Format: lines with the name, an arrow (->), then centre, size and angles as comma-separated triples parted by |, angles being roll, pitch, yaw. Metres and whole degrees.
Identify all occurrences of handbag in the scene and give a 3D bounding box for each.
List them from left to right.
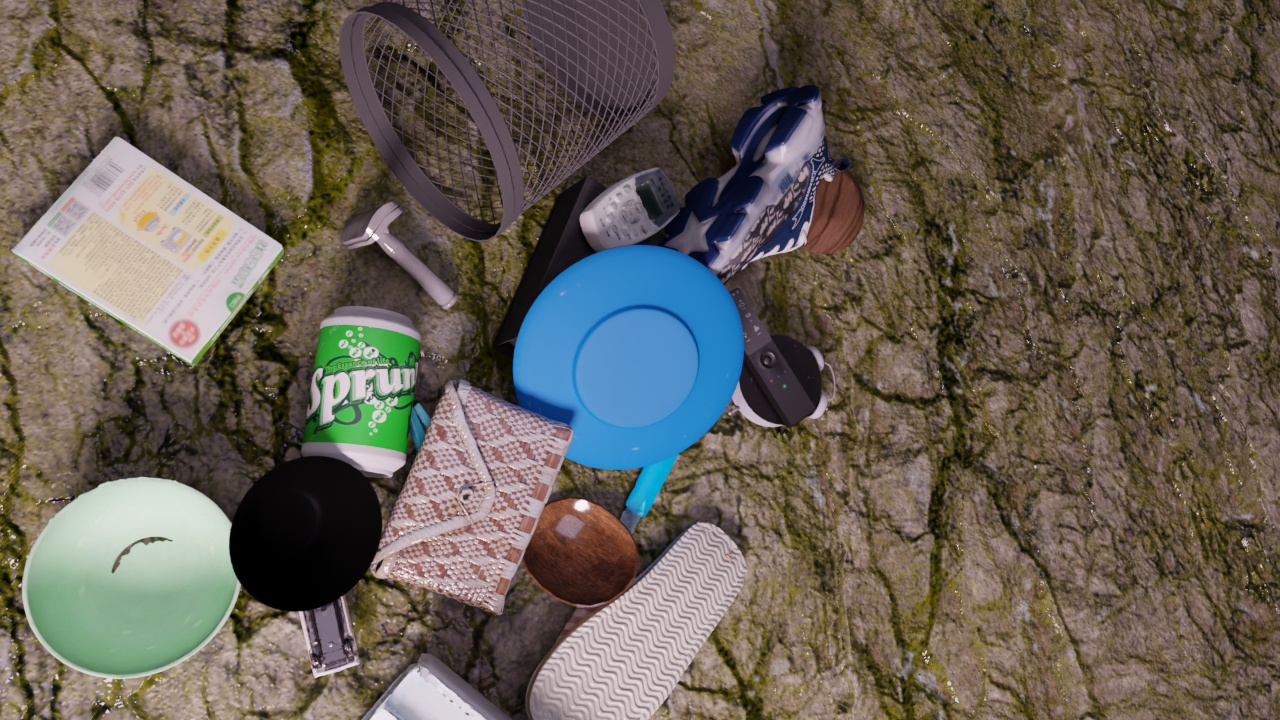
handbag -> -0.147, 0.121, 0.811 | 0.124, 0.047, 0.185 | 24, 84, -17
handbag -> -0.018, -0.052, 0.922 | 0.195, 0.072, 0.175 | 28, 71, -23

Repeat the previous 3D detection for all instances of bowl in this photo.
bowl -> -0.396, 0.171, 0.731 | 0.150, 0.077, 0.150 | 4, 78, -18
bowl -> -0.280, 0.136, 0.749 | 0.123, 0.053, 0.124 | -3, 95, -42
bowl -> -0.058, 0.183, 0.858 | 0.114, 0.026, 0.101 | 39, 56, 19
bowl -> 0.206, -0.181, 1.028 | 0.119, 0.032, 0.119 | 4, 78, -18

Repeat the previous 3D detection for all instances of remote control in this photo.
remote control -> -0.010, -0.144, 0.883 | 0.114, 0.028, 0.060 | -35, 106, -37
remote control -> 0.126, -0.003, 0.937 | 0.034, 0.013, 0.150 | -32, 90, -21

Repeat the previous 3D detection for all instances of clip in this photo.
clip -> -0.168, 0.102, 0.850 | 0.120, 0.033, 0.122 | 5, 78, -14

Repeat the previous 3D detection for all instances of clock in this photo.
clock -> 0.151, 0.023, 0.968 | 0.122, 0.035, 0.094 | 0, 79, -19

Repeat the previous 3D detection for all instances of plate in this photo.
plate -> -0.005, 0.005, 0.853 | 0.224, 0.024, 0.225 | -6, 112, -15

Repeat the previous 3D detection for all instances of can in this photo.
can -> -0.244, 0.029, 0.806 | 0.087, 0.088, 0.139 | 8, 77, -17

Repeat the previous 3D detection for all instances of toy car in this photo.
toy car -> -0.272, 0.209, 0.784 | 0.039, 0.039, 0.113 | -13, 78, -21

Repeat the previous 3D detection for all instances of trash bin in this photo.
trash bin -> -0.114, -0.263, 0.846 | 0.226, 0.218, 0.218 | -40, 93, -25

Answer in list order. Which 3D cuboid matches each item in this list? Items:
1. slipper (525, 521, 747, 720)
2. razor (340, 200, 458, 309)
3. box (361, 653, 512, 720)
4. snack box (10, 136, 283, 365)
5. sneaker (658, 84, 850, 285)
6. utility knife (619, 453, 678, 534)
slipper -> -0.003, 0.253, 0.860 | 0.262, 0.052, 0.115 | -39, 86, -32
razor -> -0.216, -0.093, 0.856 | 0.116, 0.088, 0.047 | 46, 68, -25
box -> -0.138, 0.349, 0.771 | 0.210, 0.129, 0.105 | 40, 70, -1
snack box -> -0.425, -0.095, 0.803 | 0.168, 0.027, 0.131 | 35, 71, -10
sneaker -> 0.125, -0.144, 0.938 | 0.132, 0.103, 0.269 | 45, 71, -36
utility knife -> 0.009, 0.117, 0.911 | 0.031, 0.015, 0.219 | 32, 68, -7
